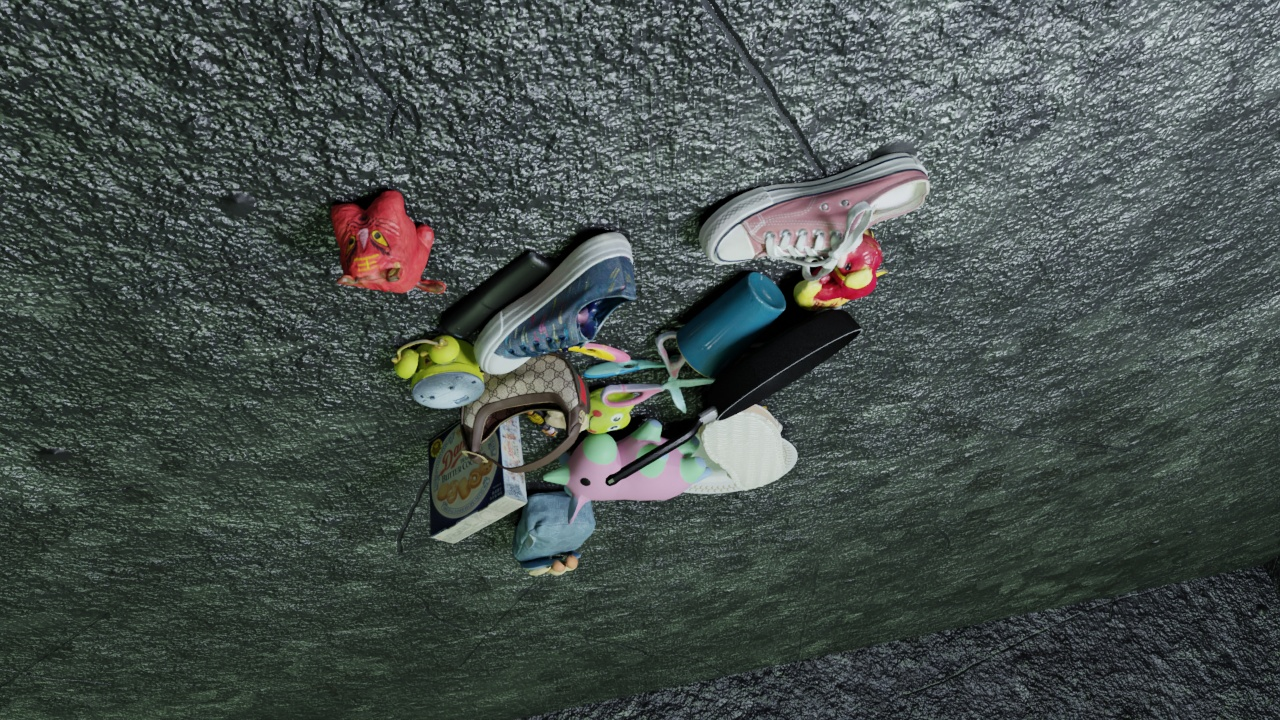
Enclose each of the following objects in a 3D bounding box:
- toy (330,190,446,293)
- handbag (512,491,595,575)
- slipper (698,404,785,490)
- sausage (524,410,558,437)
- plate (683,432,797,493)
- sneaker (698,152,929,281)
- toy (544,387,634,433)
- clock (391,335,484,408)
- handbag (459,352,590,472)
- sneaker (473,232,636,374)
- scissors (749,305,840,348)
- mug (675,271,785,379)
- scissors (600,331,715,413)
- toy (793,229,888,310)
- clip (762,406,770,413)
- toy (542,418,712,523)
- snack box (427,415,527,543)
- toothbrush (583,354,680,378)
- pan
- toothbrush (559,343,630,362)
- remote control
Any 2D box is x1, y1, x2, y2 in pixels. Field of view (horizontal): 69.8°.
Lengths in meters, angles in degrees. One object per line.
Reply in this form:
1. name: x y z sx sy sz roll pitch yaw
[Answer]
1. toy: -0.235 -0.084 0.865 0.088 0.094 0.133 -20 150 12
2. handbag: -0.137 0.285 1.474 0.121 0.118 0.192 0 152 -19
3. slipper: 0.148 0.120 1.305 0.114 0.054 0.273 -17 148 12
4. sausage: -0.142 0.069 1.215 0.020 0.020 0.155 -19 148 10
5. plate: 0.121 0.155 1.431 0.242 0.016 0.243 -2 150 -1
6. sneaker: 0.183 -0.135 0.937 0.241 0.087 0.118 -17 148 6
7. toy: -0.068 0.069 1.220 0.117 0.043 0.092 -3 149 -12
8. clock: -0.230 0.010 1.053 0.083 0.057 0.119 -21 148 15
9. handbag: -0.143 0.065 1.090 0.167 0.138 0.063 -10 149 16
10. sneaker: -0.086 -0.040 0.989 0.236 0.079 0.087 -37 156 31
11. scissors: 0.197 -0.029 1.186 0.141 0.014 0.175 10 141 -38
12. mug: 0.109 -0.044 1.076 0.078 0.078 0.122 15 134 -37
13. scissors: 0.035 0.018 1.172 0.170 0.014 0.169 -2 135 -26
14. toy: 0.235 -0.097 1.048 0.105 0.067 0.138 -10 158 -17
15. clip: 0.167 0.081 1.338 0.048 0.045 0.054 29 133 -15
16. toy: -0.012 0.160 1.314 0.222 0.120 0.172 22 129 -36
17. snack box: -0.214 0.143 1.188 0.145 0.144 0.042 -32 142 29
18. toothbrush: -0.007 0.007 1.164 0.135 0.022 0.017 -7 139 -17
19. pan: 0.105 0.042 1.091 0.355 0.044 0.204 -30 169 -10
20. toothbrush: -0.068 -0.014 1.115 0.135 0.016 0.021 10 140 -36
21. remote control: -0.155 -0.068 0.989 0.152 0.020 0.041 -34 143 27
